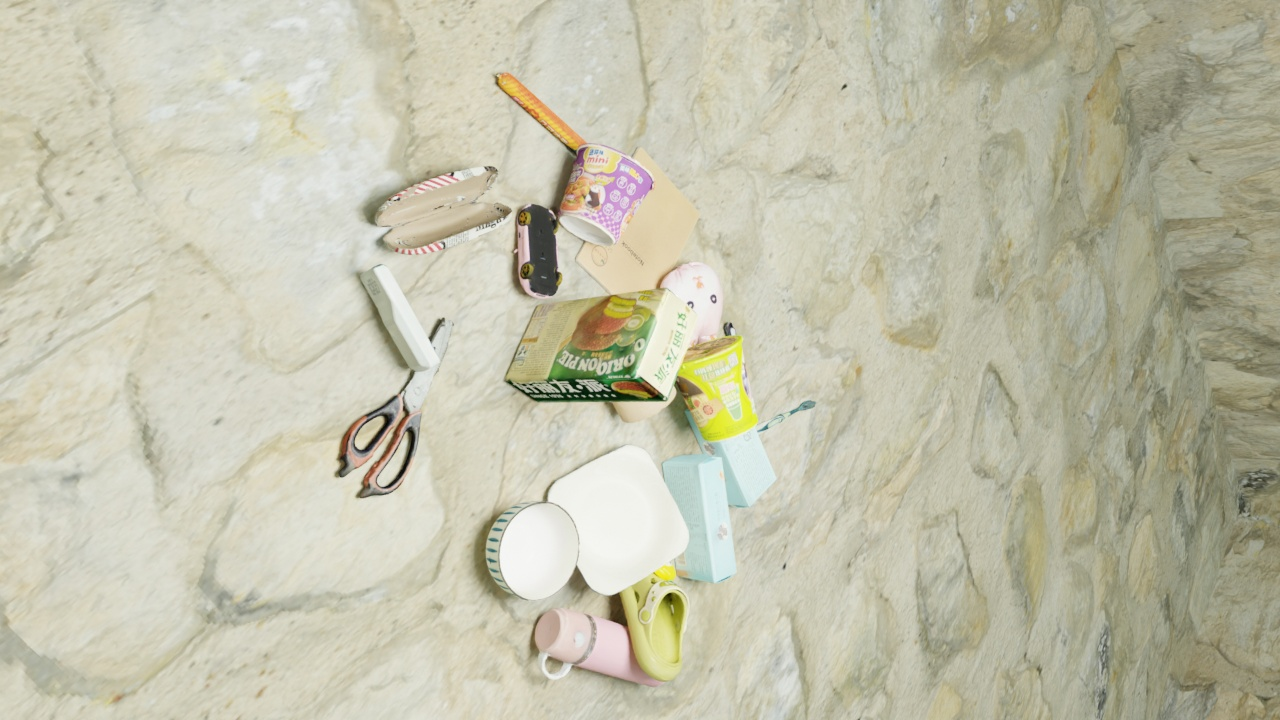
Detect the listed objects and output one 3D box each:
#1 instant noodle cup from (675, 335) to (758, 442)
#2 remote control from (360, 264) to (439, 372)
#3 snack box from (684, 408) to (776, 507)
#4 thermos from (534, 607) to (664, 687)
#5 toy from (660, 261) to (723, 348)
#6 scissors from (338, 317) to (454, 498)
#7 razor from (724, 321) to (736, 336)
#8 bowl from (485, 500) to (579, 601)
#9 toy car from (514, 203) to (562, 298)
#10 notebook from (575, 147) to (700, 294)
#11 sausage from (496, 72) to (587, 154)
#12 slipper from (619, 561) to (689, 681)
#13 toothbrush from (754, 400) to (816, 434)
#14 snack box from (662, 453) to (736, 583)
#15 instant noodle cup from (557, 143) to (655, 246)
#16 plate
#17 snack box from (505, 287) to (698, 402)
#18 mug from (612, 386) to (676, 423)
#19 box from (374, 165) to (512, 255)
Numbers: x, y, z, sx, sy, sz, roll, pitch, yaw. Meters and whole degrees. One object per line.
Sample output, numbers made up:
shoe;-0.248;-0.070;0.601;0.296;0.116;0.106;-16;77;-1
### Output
instant noodle cup;0.105;0.042;1.251;0.111;0.112;0.123;-28;103;-39
remote control;-0.263;-0.044;1.001;0.024;0.049;0.125;-34;102;-34
snack box;0.135;0.127;1.361;0.074;0.052;0.175;-37;111;-35
thermos;-0.048;0.377;1.175;0.198;0.067;0.087;29;71;-39
toy;0.077;-0.061;1.321;0.121;0.054;0.159;-21;110;-40
scissors;-0.270;0.041;1.025;0.185;0.015;0.208;-9;94;-41
razor;0.149;0.011;1.400;0.042;0.022;0.143;-16;98;-43
bowl;-0.138;0.225;1.101;0.116;0.066;0.116;2;86;-41
toy car;-0.129;-0.136;1.148;0.056;0.037;0.122;12;67;-44
notebook;0.002;-0.175;1.285;0.148;0.008;0.207;43;61;-32
sausage;-0.121;-0.312;1.172;0.165;0.021;0.021;36;65;-35
slipper;0.029;0.318;1.195;0.091;0.082;0.190;31;35;-41
toothbrush;0.222;0.095;1.464;0.191;0.018;0.016;-21;102;-41
snack box;0.083;0.222;1.295;0.051;0.074;0.175;-12;96;-43
instant noodle cup;-0.050;-0.208;1.179;0.111;0.112;0.099;34;74;-36
plate;-0.032;0.207;1.191;0.164;0.034;0.163;-24;83;-28
snack box;-0.051;-0.014;1.074;0.063;0.241;0.114;38;63;-36
mug;-0.007;0.007;1.229;0.103;0.084;0.124;61;29;-20
box;-0.218;-0.161;1.045;0.162;0.076;0.087;-31;88;-41
